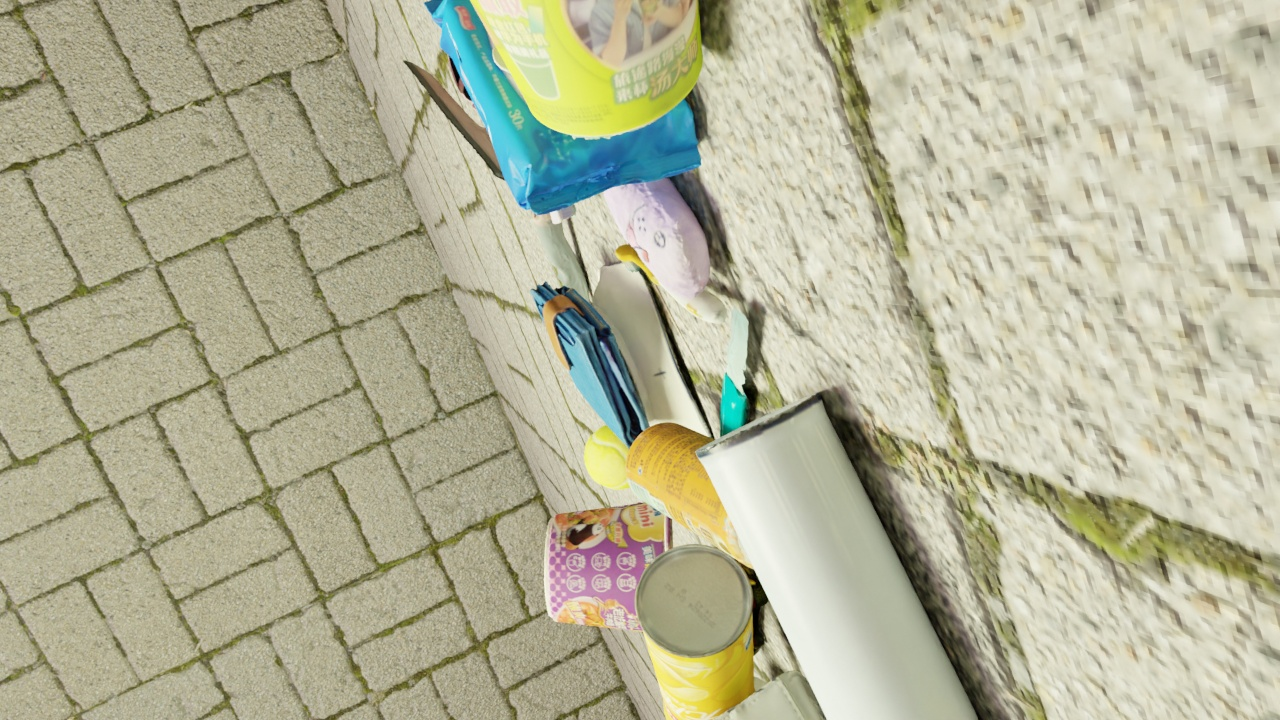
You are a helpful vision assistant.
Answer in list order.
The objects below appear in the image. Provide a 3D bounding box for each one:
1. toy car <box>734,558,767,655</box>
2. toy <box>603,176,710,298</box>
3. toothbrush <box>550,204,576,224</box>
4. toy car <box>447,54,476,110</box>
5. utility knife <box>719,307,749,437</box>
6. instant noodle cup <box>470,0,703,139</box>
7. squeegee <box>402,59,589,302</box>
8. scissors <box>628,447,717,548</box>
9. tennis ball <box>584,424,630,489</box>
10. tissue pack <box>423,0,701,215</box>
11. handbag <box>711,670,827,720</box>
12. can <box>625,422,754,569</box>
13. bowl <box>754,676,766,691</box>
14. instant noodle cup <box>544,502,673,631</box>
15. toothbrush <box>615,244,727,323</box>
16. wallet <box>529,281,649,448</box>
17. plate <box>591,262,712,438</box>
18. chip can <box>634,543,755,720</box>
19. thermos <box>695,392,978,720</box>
[{"bbox_3d":[0.064,0.217,0.751,0.041,0.071,0.156,54,164,37],"label":"toy car"},{"bbox_3d":[0.006,-0.082,0.503,0.108,0.039,0.084,60,172,25],"label":"toy"},{"bbox_3d":[-0.082,-0.191,0.651,0.029,0.021,0.189,-60,-45,-70],"label":"toothbrush"},{"bbox_3d":[-0.138,-0.240,0.775,0.122,0.037,0.056,85,167,-85],"label":"toy car"},{"bbox_3d":[0.059,0.032,0.562,0.029,0.013,0.223,59,168,28],"label":"utility knife"},{"bbox_3d":[-0.025,-0.158,0.359,0.111,0.111,0.123,56,172,37],"label":"instant noodle cup"},{"bbox_3d":[-0.090,-0.125,0.782,0.247,0.040,0.250,51,174,45],"label":"squeegee"},{"bbox_3d":[0.033,0.110,0.743,0.162,0.012,0.173,50,166,-15],"label":"scissors"},{"bbox_3d":[-0.021,0.092,0.883,0.065,0.065,0.066,60,167,24],"label":"tennis ball"},{"bbox_3d":[-0.041,-0.146,0.459,0.052,0.095,0.157,95,150,-65],"label":"tissue pack"},{"bbox_3d":[0.132,0.303,0.571,0.197,0.098,0.145,58,-178,29],"label":"handbag"},{"bbox_3d":[0.046,0.080,0.561,0.146,0.058,0.058,18,132,62],"label":"can"},{"bbox_3d":[0.105,0.315,0.772,0.116,0.066,0.117,59,166,23],"label":"bowl"},{"bbox_3d":[-0.023,0.163,0.728,0.111,0.099,0.111,4,-95,-88],"label":"instant noodle cup"},{"bbox_3d":[0.016,-0.048,0.571,0.018,0.016,0.191,58,174,-25],"label":"toothbrush"},{"bbox_3d":[-0.039,0.000,0.697,0.133,0.040,0.106,41,157,61],"label":"wallet"},{"bbox_3d":[-0.004,0.004,0.725,0.164,0.034,0.164,68,167,-7],"label":"plate"},{"bbox_3d":[0.042,0.198,0.614,0.072,0.072,0.214,57,166,35],"label":"chip can"},{"bbox_3d":[0.104,0.130,0.439,0.224,0.073,0.073,64,168,4],"label":"thermos"}]
